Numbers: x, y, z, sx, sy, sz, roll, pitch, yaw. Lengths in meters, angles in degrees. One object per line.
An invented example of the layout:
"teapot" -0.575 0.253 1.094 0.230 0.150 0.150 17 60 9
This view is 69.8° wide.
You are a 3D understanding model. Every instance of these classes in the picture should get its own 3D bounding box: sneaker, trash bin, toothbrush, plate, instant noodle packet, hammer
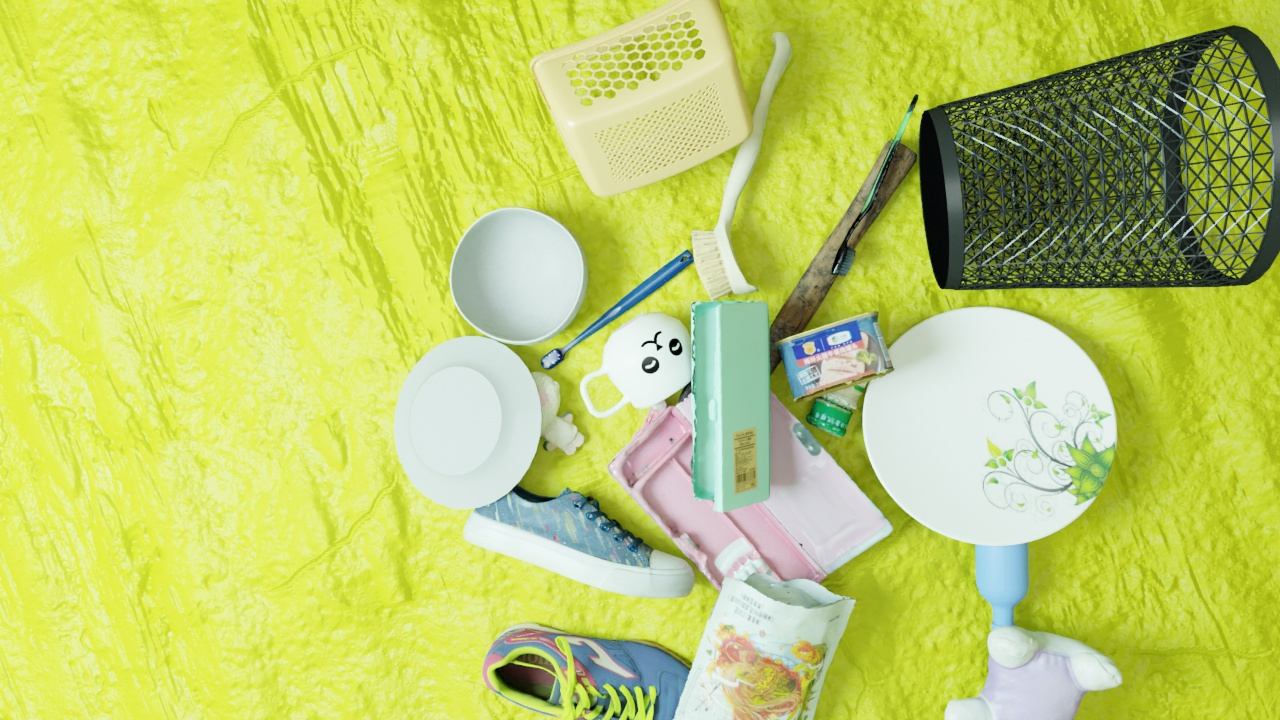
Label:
"sneaker" -0.039 0.332 0.902 0.242 0.091 0.116 14 90 3
"sneaker" -0.056 0.171 0.905 0.235 0.087 0.079 15 87 7
"trash bin" 0.383 -0.157 0.805 0.243 0.216 0.217 -7 91 11
"toothbrush" -0.025 -0.050 0.925 0.190 0.017 0.016 -37 89 5
"plate" -0.179 0.061 0.910 0.173 0.019 0.172 -3 82 23
"instant noodle packet" 0.106 0.334 0.877 0.146 0.057 0.269 11 105 -11
"toothbrush" 0.227 -0.166 0.878 0.017 0.014 0.188 23 93 -15
"plate" 0.331 0.062 0.884 0.229 0.030 0.229 -2 77 9
"hammer" 0.176 -0.065 0.906 0.120 0.033 0.330 33 94 -1

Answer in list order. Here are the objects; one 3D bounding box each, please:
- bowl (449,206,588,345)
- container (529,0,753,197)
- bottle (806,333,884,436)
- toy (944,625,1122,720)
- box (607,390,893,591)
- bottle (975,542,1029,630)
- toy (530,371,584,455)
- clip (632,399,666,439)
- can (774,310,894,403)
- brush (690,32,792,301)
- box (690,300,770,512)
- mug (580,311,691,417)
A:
"bowl" -0.116 -0.082 0.907 0.132 0.064 0.132 0 92 4
"container" 0.002 -0.260 0.871 0.183 0.129 0.166 -22 48 4
"bottle" 0.201 0.018 0.898 0.042 0.042 0.110 23 92 3
"toy" 0.349 0.345 0.864 0.137 0.085 0.209 14 107 1
"box" 0.104 0.131 0.895 0.180 0.055 0.233 -40 94 5
"bottle" 0.351 0.205 0.890 0.048 0.048 0.131 -2 92 4
"toy" -0.111 0.055 0.922 0.112 0.050 0.087 33 95 15
"clip" 0.011 0.064 0.927 0.022 0.035 0.057 27 88 6
"can" 0.182 -0.003 0.856 0.100 0.054 0.059 -19 81 13
"brush" 0.105 -0.189 0.897 0.077 0.062 0.272 13 89 -1
"box" 0.085 0.040 0.822 0.077 0.079 0.189 0 95 -1
"mug" -0.005 0.005 0.885 0.123 0.090 0.076 -35 97 -13
